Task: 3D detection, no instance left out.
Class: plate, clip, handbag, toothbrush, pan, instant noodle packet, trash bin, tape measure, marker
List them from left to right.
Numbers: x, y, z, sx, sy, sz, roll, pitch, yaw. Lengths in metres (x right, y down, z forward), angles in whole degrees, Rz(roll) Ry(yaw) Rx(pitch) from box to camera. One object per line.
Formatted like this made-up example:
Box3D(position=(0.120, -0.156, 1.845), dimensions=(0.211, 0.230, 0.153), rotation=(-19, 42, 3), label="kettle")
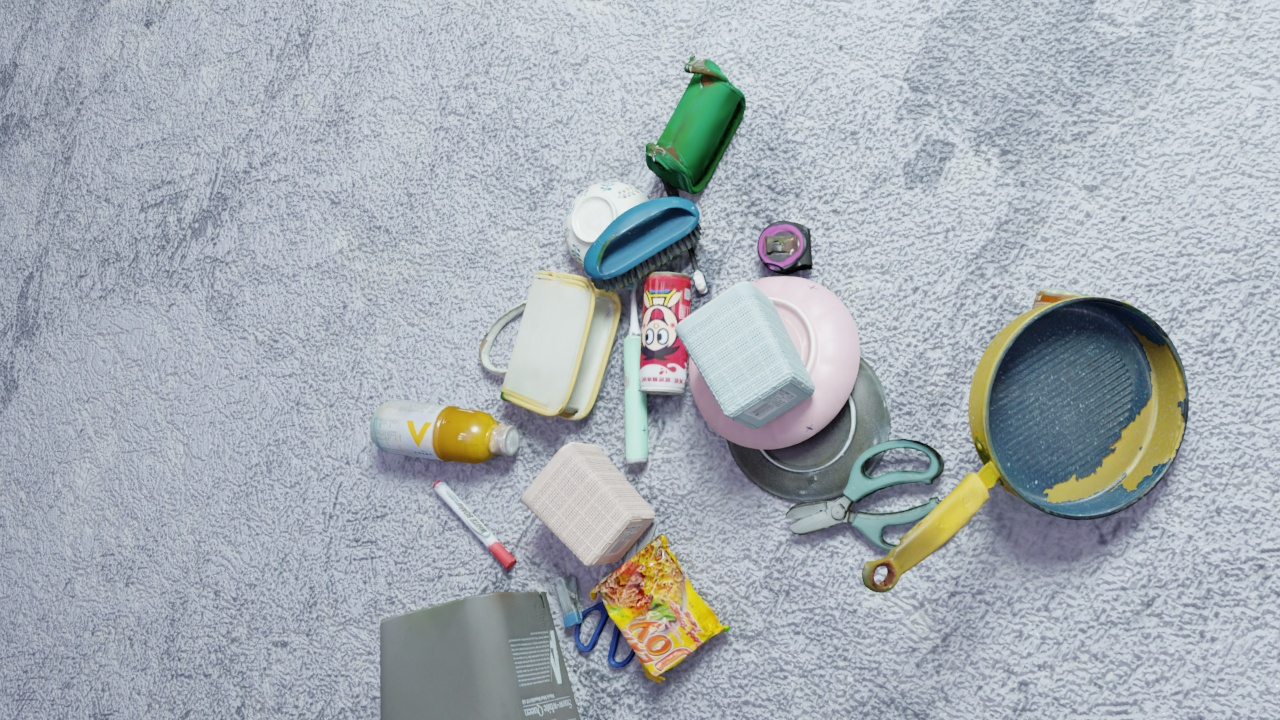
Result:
Box3D(position=(-0.203, 0.198, 1.116), dimensions=(0.145, 0.017, 0.017), rotation=(42, 100, 21), label="marker")
Box3D(position=(-0.173, 0.375, 0.995), dimensions=(0.199, 0.199, 0.219), rotation=(-18, 70, 19), label="trash bin")
Box3D(position=(-0.116, -0.023, 1.090), dimensions=(0.179, 0.063, 0.163), rotation=(16, 90, 38), label="handbag")
Box3D(position=(-0.081, 0.275, 1.050), dimensions=(0.025, 0.032, 0.057), rotation=(-34, 63, 39), label="clip")
Box3D(position=(-0.006, 0.006, 1.050), dimensions=(0.026, 0.027, 0.224), rotation=(-15, 74, 63), label="toothbrush")
Box3D(position=(0.018, 0.271, 0.993), dimensions=(0.111, 0.044, 0.128), rotation=(-38, 76, 9), label="instant noodle packet")
Box3D(position=(0.047, -0.160, 1.055), dimensions=(0.016, 0.018, 0.181), rotation=(-20, 75, 15), label="toothbrush")
Box3D(position=(0.055, -0.259, 1.006), dimensions=(0.068, 0.120, 0.131), rotation=(31, 94, 17), label="handbag")
Box3D(position=(0.132, -0.004, 0.965), dimensions=(0.193, 0.039, 0.192), rotation=(-10, 69, 28), label="plate")
Box3D(position=(0.155, -0.122, 0.990), dimensions=(0.058, 0.039, 0.057), rotation=(-3, 83, 22), label="tape measure")
Box3D(position=(0.172, 0.061, 0.971), dimensions=(0.180, 0.024, 0.179), rotation=(-3, 83, 22), label="plate")
Box3D(position=(0.326, 0.085, 0.794), dimensions=(0.357, 0.078, 0.198), rotation=(-32, 98, -6), label="pan")

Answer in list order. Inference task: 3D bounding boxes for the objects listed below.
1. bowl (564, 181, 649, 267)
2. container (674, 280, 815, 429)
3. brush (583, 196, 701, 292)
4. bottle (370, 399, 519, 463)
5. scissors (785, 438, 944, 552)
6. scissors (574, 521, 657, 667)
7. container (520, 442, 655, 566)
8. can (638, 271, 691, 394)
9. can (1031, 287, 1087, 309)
Box3D(position=(-0.042, -0.158, 1.067), dimensions=(0.114, 0.062, 0.113), rotation=(-4, 81, 22), label="bowl")
Box3D(position=(0.107, -0.001, 0.903), dimensions=(0.090, 0.090, 0.111), rotation=(-35, 62, 17), label="container")
Box3D(position=(0.000, -0.135, 1.002), dimensions=(0.143, 0.073, 0.055), rotation=(-32, 52, -8), label="brush")
Box3D(position=(-0.237, 0.088, 1.115), dimensions=(0.190, 0.068, 0.068), rotation=(5, 85, 23), label="bottle")
Box3D(position=(0.233, 0.160, 0.930), dimensions=(0.180, 0.019, 0.143), rotation=(-27, 84, 16), label="scissors")
Box3D(position=(-0.029, 0.258, 1.039), dimensions=(0.133, 0.012, 0.172), rotation=(-12, 77, 21), label="scissors")
Box3D(position=(-0.054, 0.161, 1.016), dimensions=(0.111, 0.090, 0.090), rotation=(43, 100, 23), label="container")
Box3D(position=(0.027, -0.029, 1.025), dimensions=(0.053, 0.053, 0.132), rotation=(1, 84, 23), label="can")
Box3D(position=(0.384, 0.008, 0.869), dimensions=(0.058, 0.058, 0.147), rotation=(18, 91, 23), label="can")
